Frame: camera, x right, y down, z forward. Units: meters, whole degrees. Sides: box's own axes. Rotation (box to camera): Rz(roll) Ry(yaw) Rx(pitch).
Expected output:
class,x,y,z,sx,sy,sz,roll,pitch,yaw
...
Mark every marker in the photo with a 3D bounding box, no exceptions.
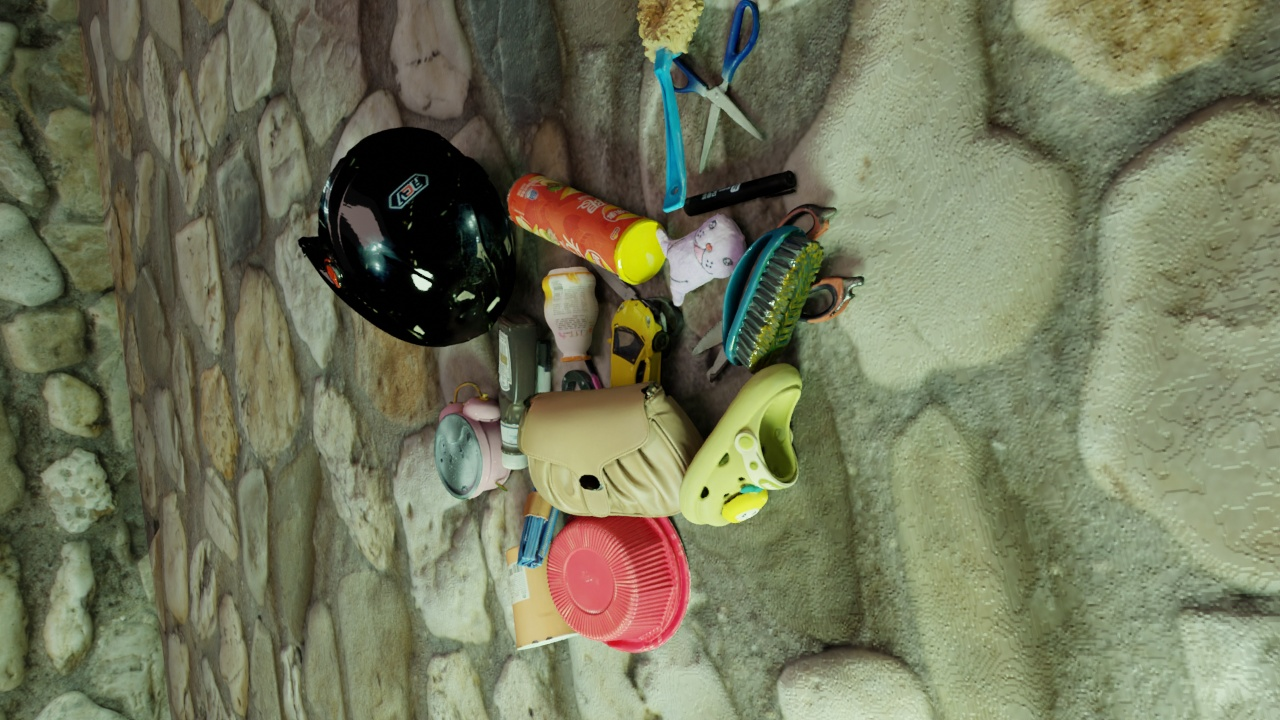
class,x,y,z,sx,sy,sz,roll,pitch,yaw
marker,-0.121,0.039,1.152,0.018,0.022,0.131,1,94,8
marker,0.096,-0.163,0.907,0.132,0.020,0.022,-6,118,45

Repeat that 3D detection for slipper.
class,x,y,z,sx,sy,sz,roll,pitch,yaw
slipper,0.107,0.093,0.871,0.081,0.091,0.191,43,119,33

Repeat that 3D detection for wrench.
class,x,y,z,sx,sy,sz,roll,pitch,yaw
wrench,-0.056,0.145,1.096,0.056,0.016,0.273,-13,84,46

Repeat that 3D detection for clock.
class,x,y,z,sx,sy,sz,roll,pitch,yaw
clock,-0.229,0.107,1.244,0.117,0.059,0.158,-17,83,47

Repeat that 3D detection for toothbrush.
class,x,y,z,sx,sy,sz,roll,pitch,yaw
toothbrush,-0.072,-0.028,1.100,0.018,0.014,0.189,-34,70,30

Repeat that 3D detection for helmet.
class,x,y,z,sx,sy,sz,roll,pitch,yaw
helmet,-0.272,-0.147,1.132,0.230,0.233,0.275,40,161,19

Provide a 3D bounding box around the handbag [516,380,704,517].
class,x,y,z,sx,sy,sz,roll,pitch,yaw
handbag,-0.035,0.100,0.970,0.205,0.099,0.148,-7,116,33

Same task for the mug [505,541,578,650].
class,x,y,z,sx,sy,sz,roll,pitch,yaw
mug,-0.129,0.291,1.148,0.078,0.078,0.122,-32,67,43

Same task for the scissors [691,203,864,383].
class,x,y,z,sx,sy,sz,roll,pitch,yaw
scissors,0.127,-0.054,0.886,0.216,0.015,0.196,14,104,44

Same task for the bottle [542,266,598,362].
class,x,y,z,sx,sy,sz,roll,pitch,yaw
bottle,-0.080,-0.053,1.069,0.063,0.063,0.108,-6,89,47

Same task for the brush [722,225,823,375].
class,x,y,z,sx,sy,sz,roll,pitch,yaw
brush,0.113,-0.060,0.849,0.073,0.055,0.144,40,122,35

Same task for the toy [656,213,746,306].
class,x,y,z,sx,sy,sz,roll,pitch,yaw
toy,0.063,-0.110,0.930,0.108,0.038,0.084,-21,85,46

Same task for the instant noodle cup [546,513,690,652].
class,x,y,z,sx,sy,sz,roll,pitch,yaw
instant noodle cup,-0.039,0.241,1.036,0.194,0.065,0.194,2,94,39

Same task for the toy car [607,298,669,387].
class,x,y,z,sx,sy,sz,roll,pitch,yaw
toy car,-0.006,0.006,0.998,0.071,0.041,0.156,29,127,40

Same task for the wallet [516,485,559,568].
class,x,y,z,sx,sy,sz,roll,pitch,yaw
wallet,-0.120,0.179,1.094,0.106,0.040,0.133,127,156,-71

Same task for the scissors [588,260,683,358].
class,x,y,z,sx,sy,sz,roll,pitch,yaw
scissors,-0.008,-0.079,1.030,0.137,0.014,0.174,-26,74,46

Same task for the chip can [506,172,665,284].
class,x,y,z,sx,sy,sz,roll,pitch,yaw
chip can,-0.064,-0.154,1.039,0.217,0.073,0.073,31,115,42

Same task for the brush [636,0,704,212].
class,x,y,z,sx,sy,sz,roll,pitch,yaw
brush,0.031,-0.272,0.920,0.083,0.045,0.254,-11,77,44

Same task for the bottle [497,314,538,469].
class,x,y,z,sx,sy,sz,roll,pitch,yaw
bottle,-0.158,0.042,1.168,0.080,0.044,0.195,-147,56,-62

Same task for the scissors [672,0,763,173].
class,x,y,z,sx,sy,sz,roll,pitch,yaw
scissors,0.073,-0.276,0.924,0.162,0.012,0.173,30,114,41
